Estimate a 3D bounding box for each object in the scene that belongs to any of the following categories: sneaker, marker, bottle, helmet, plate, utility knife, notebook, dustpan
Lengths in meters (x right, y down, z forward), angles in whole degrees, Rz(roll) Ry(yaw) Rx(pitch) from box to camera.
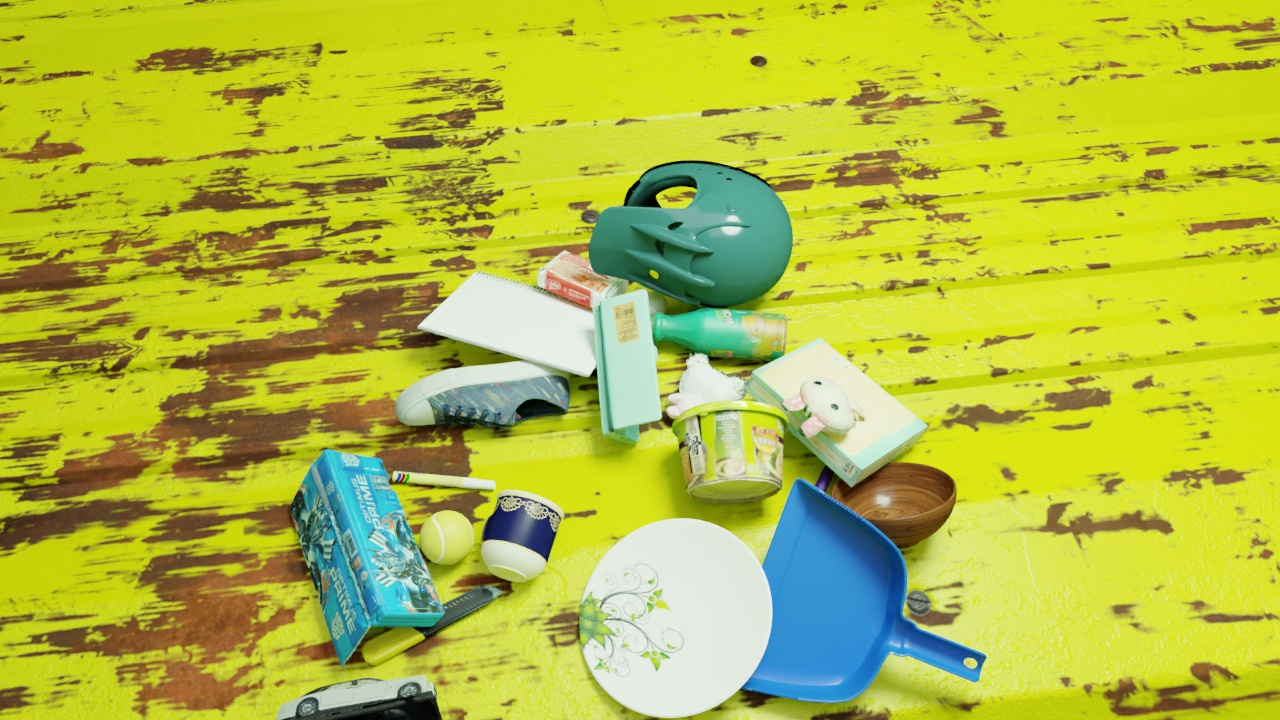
[{"bbox_3d":[-0.204,0.056,1.213,0.235,0.088,0.079,-12,63,-11],"label":"sneaker"},{"bbox_3d":[0.216,0.185,1.160,0.015,0.018,0.133,35,62,-1],"label":"marker"},{"bbox_3d":[0.097,-0.040,1.279,0.210,0.068,0.068,5,57,4],"label":"bottle"},{"bbox_3d":[0.076,-0.172,1.291,0.275,0.177,0.199,12,44,1],"label":"helmet"},{"bbox_3d":[0.041,0.297,1.067,0.230,0.030,0.229,-9,57,15],"label":"plate"},{"bbox_3d":[-0.244,0.308,1.083,0.172,0.020,0.028,-25,60,-14],"label":"utility knife"},{"bbox_3d":[-0.158,-0.057,1.284,0.246,0.013,0.177,16,34,10],"label":"notebook"},{"bbox_3d":[0.257,0.294,1.031,0.257,0.059,0.245,21,86,3],"label":"dustpan"},{"bbox_3d":[-0.254,0.156,1.186,0.132,0.014,0.014,5,57,4],"label":"marker"}]

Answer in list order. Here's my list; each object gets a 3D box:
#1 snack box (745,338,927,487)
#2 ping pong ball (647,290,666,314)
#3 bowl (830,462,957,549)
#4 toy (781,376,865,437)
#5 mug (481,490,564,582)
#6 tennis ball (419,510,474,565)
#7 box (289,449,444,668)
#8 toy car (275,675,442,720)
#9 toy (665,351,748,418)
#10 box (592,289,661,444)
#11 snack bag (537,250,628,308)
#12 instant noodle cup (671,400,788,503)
[{"bbox_3d":[0.254,0.061,1.199,0.141,0.044,0.193,-24,56,-35],"label":"snack box"},{"bbox_3d":[0.018,-0.080,1.323,0.040,0.040,0.040,0,57,0],"label":"ping pong ball"},{"bbox_3d":[0.311,0.187,1.118,0.147,0.069,0.147,-11,17,3],"label":"bowl"},{"bbox_3d":[0.232,0.056,1.134,0.112,0.050,0.087,-11,49,-16],"label":"toy"},{"bbox_3d":[-0.156,0.217,1.113,0.112,0.085,0.089,-9,51,38],"label":"mug"},{"bbox_3d":[-0.236,0.216,1.116,0.065,0.065,0.065,0,57,0],"label":"tennis ball"},{"bbox_3d":[-0.342,0.236,1.109,0.115,0.093,0.243,-47,54,19],"label":"box"},{"bbox_3d":[-0.312,0.388,1.003,0.191,0.094,0.071,-10,36,-5],"label":"toy car"},{"bbox_3d":[0.082,0.050,1.239,0.096,0.041,0.108,33,69,21],"label":"toy"},{"bbox_3d":[-0.005,0.006,1.206,0.093,0.077,0.188,-19,63,29],"label":"box"},{"bbox_3d":[-0.083,-0.116,1.337,0.116,0.036,0.076,23,38,16],"label":"snack bag"},{"bbox_3d":[0.113,0.117,1.137,0.146,0.146,0.097,-1,67,0],"label":"instant noodle cup"}]
